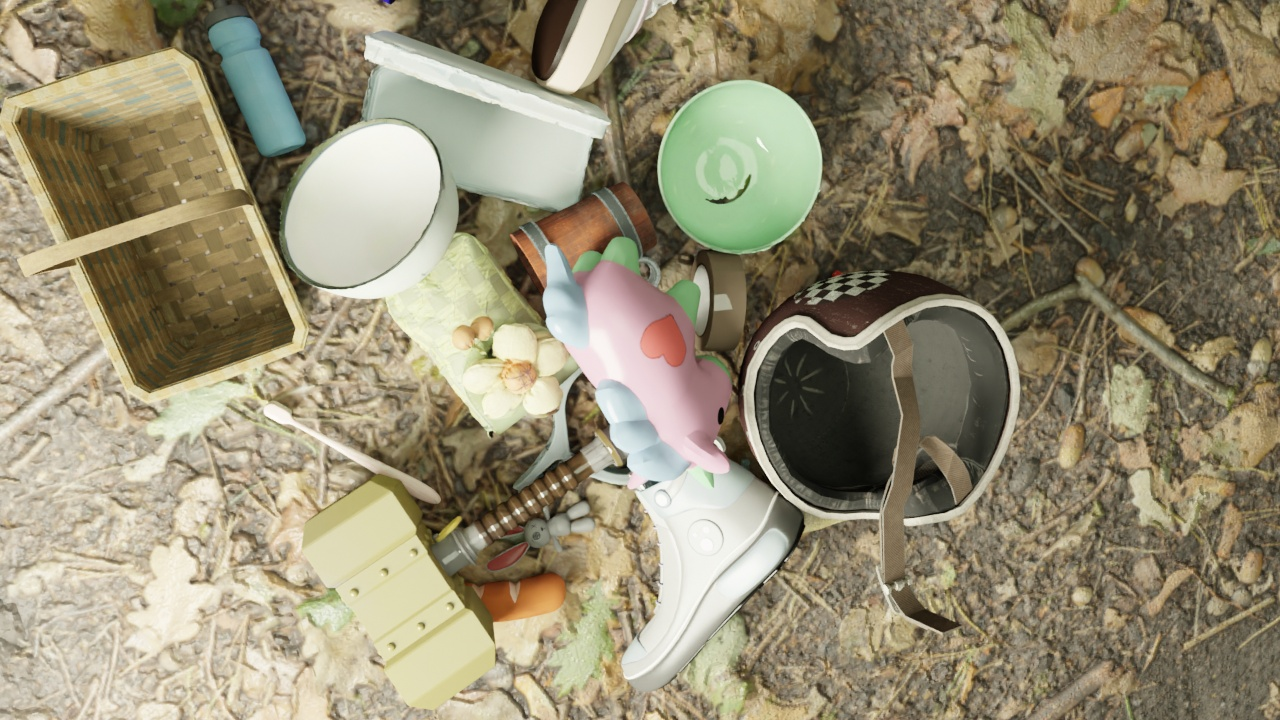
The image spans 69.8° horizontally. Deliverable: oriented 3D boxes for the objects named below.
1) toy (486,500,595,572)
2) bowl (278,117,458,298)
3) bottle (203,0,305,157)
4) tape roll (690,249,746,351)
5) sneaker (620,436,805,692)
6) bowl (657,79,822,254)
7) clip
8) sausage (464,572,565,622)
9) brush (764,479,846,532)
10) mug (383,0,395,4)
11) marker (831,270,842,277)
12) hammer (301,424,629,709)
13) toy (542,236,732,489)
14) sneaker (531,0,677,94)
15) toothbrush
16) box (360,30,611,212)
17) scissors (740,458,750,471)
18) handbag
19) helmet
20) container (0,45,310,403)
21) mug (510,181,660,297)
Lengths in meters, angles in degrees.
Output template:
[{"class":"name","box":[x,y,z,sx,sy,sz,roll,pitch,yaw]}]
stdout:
[{"class":"toy","box":[-0.099,0.166,0.886,0.111,0.030,0.049,-18,74,-10]},{"class":"bowl","box":[-0.214,-0.116,0.760,0.154,0.073,0.153,-7,68,18]},{"class":"bottle","box":[-0.326,-0.239,0.771,0.040,0.040,0.130,-22,103,-6]},{"class":"tape roll","box":[0.070,-0.055,0.847,0.030,0.094,0.094,0,99,-11]},{"class":"sneaker","box":[0.026,0.191,0.878,0.160,0.092,0.257,42,113,6]},{"class":"bowl","box":[0.083,-0.174,0.838,0.151,0.077,0.151,-2,99,-10]},{"class":"clip","box":[-0.027,0.083,0.887,0.164,0.031,0.169,26,94,-12]},{"class":"sausage","box":[-0.154,0.230,0.882,0.164,0.039,0.044,-1,96,-10]},{"class":"brush","box":[0.182,0.137,0.925,0.195,0.043,0.059,-14,101,-11]},{"class":"mug","box":[-0.222,-0.364,0.757,0.083,0.079,0.111,27,65,-14]},{"class":"marker","box":[0.242,-0.040,0.924,0.142,0.013,0.013,43,89,-14]},{"class":"hammer","box":[-0.107,0.132,0.821,0.324,0.101,0.190,-33,94,-10]},{"class":"toy","box":[-0.005,0.004,0.759,0.222,0.120,0.170,32,58,-33]},{"class":"sneaker","box":[0.015,-0.338,0.788,0.116,0.112,0.293,30,80,-27]},{"class":"toothbrush","box":[-0.264,0.087,0.851,0.181,0.018,0.016,33,93,-16]},{"class":"box","box":[-0.133,-0.204,0.780,0.210,0.105,0.130,11,101,-12]},{"class":"scissors","box":[0.106,0.166,0.934,0.055,0.015,0.136,-1,102,-9]},{"class":"handbag","box":[-0.140,-0.021,0.802,0.113,0.117,0.186,-41,104,-3]},{"class":"helmet","box":[0.208,0.042,0.806,0.233,0.254,0.233,-35,110,-21]},{"class":"container","box":[-0.371,-0.101,0.710,0.157,0.186,0.250,-20,102,-7]},{"class":"mug","box":[-0.043,-0.092,0.835,0.111,0.081,0.117,-30,121,-8]}]
